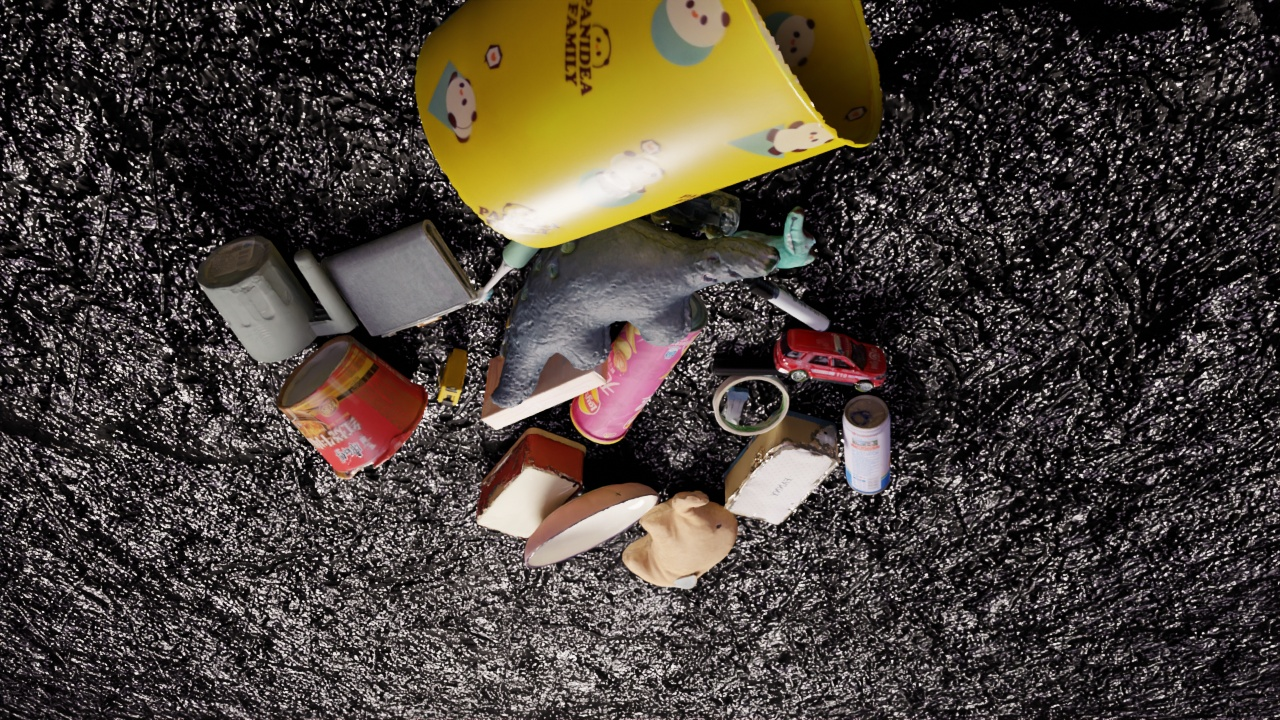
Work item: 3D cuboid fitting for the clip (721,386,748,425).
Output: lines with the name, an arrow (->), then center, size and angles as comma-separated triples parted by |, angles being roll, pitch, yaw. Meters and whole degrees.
clip -> 0.109, 0.054, 1.069 | 0.024, 0.029, 0.057 | 6, 134, -10

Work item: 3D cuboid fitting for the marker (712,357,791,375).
marker -> 0.145, 0.007, 1.009 | 0.132, 0.020, 0.022 | 1, 124, 4

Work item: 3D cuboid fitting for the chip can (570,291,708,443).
chip can -> -0.006, 0.006, 0.981 | 0.071, 0.071, 0.211 | 18, 138, -16

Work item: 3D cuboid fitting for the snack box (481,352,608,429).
snack box -> -0.102, 0.011, 0.986 | 0.158, 0.084, 0.026 | -24, 136, 29

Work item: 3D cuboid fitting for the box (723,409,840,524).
box -> 0.168, 0.138, 1.133 | 0.089, 0.059, 0.185 | 17, 140, -14

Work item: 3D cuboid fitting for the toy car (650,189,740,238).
toy car -> 0.047, -0.141, 0.834 | 0.090, 0.034, 0.043 | 16, 145, 9

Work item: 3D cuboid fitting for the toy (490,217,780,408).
toy -> -0.033, -0.063, 0.864 | 0.357, 0.091, 0.138 | -23, 88, 34

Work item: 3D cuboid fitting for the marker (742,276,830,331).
marker -> 0.148, -0.056, 0.916 | 0.018, 0.022, 0.130 | -28, 142, 36

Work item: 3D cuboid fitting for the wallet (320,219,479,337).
wallet -> -0.241, -0.080, 0.930 | 0.130, 0.036, 0.106 | -16, 125, 21

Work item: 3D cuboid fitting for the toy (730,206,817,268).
toy -> 0.124, -0.109, 0.868 | 0.092, 0.030, 0.097 | -1, 145, 0

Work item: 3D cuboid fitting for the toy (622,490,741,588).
toy -> 0.065, 0.228, 1.229 | 0.143, 0.082, 0.227 | 0, 139, -21

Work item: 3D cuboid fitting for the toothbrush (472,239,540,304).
toothbrush -> -0.106, -0.116, 0.882 | 0.027, 0.026, 0.225 | -18, 163, -49

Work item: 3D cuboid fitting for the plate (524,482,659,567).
plate -> -0.068, 0.207, 1.195 | 0.192, 0.039, 0.193 | -25, 160, -10

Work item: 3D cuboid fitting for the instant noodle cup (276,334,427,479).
instant noodle cup -> -0.323, 0.044, 1.018 | 0.138, 0.137, 0.108 | -22, 124, 28

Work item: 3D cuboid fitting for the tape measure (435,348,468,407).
tape measure -> -0.213, 0.020, 1.027 | 0.029, 0.059, 0.057 | 15, 144, -12

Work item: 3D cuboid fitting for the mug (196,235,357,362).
mug -> -0.364, -0.065, 0.924 | 0.124, 0.083, 0.103 | -7, 136, 12

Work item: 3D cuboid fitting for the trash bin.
trash bin -> 0.000, -0.207, 0.631 | 0.256, 0.229, 0.229 | -19, 135, 33

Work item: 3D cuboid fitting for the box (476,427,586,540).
box -> -0.145, 0.167, 1.179 | 0.091, 0.076, 0.169 | 22, 136, -21

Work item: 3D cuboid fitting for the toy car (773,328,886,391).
toy car -> 0.202, -0.003, 0.967 | 0.120, 0.052, 0.045 | 9, 137, -4

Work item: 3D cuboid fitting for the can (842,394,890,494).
can -> 0.267, 0.100, 1.082 | 0.053, 0.053, 0.135 | -5, 139, 11

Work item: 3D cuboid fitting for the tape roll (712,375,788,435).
tape roll -> 0.126, 0.049, 1.047 | 0.086, 0.013, 0.086 | -2, 125, -3
